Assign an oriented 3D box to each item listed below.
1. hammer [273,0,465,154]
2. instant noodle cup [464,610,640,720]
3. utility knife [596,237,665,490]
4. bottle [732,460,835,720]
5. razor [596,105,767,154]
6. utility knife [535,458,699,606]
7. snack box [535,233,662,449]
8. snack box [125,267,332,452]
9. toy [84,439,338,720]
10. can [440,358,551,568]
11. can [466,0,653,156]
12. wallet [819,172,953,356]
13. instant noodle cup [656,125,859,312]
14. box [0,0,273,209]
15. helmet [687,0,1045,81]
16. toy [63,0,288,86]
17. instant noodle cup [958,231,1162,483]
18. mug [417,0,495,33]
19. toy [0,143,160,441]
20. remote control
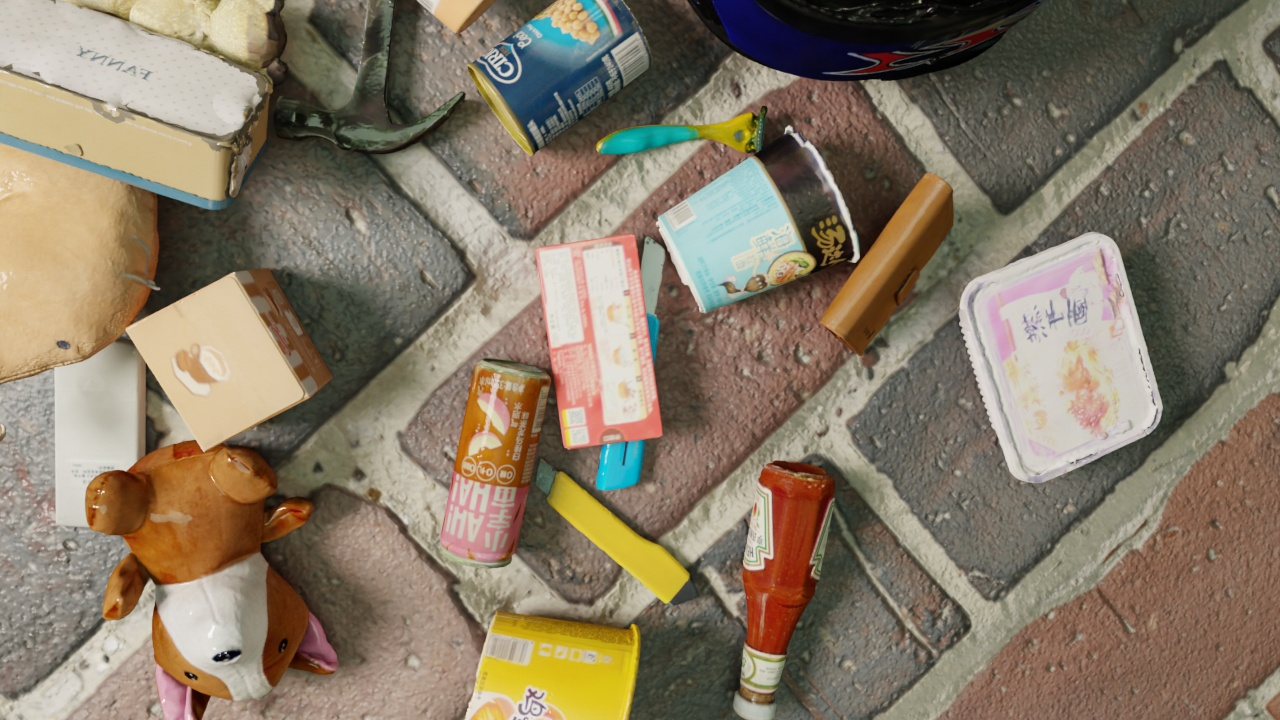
[{"bbox_3d":[-0.169,-0.306,0.636,0.126,0.032,0.323,8,95,-10],"label":"hammer"},{"bbox_3d":[-0.070,0.252,0.675,0.110,0.138,0.138,15,94,-3],"label":"instant noodle cup"},{"bbox_3d":[-0.004,0.004,0.709,0.034,0.018,0.198,8,94,-10],"label":"utility knife"},{"bbox_3d":[0.108,0.184,0.730,0.059,0.060,0.206,9,96,-10],"label":"bottle"},{"bbox_3d":[0.031,-0.166,0.687,0.132,0.028,0.043,-8,129,-11],"label":"razor"},{"bbox_3d":[-0.020,0.137,0.724,0.170,0.015,0.033,42,83,-10],"label":"utility knife"},{"bbox_3d":[-0.030,-0.014,0.686,0.075,0.025,0.153,-8,93,1],"label":"snack box"},{"bbox_3d":[-0.274,-0.004,0.624,0.077,0.094,0.093,-28,101,-5],"label":"snack box"},{"bbox_3d":[-0.291,0.155,0.634,0.140,0.130,0.200,-13,108,-20],"label":"toy"},{"bbox_3d":[-0.108,0.075,0.679,0.058,0.058,0.147,11,95,-11],"label":"can"},{"bbox_3d":[-0.055,-0.207,0.645,0.111,0.075,0.075,-37,101,-4],"label":"can"},{"bbox_3d":[0.189,-0.068,0.691,0.031,0.107,0.132,38,96,22],"label":"wallet"},{"bbox_3d":[0.081,-0.094,0.672,0.120,0.111,0.111,-27,101,3],"label":"instant noodle cup"},{"bbox_3d":[-0.327,-0.162,0.561,0.184,0.089,0.060,18,136,-9],"label":"box"},{"bbox_3d":[0.132,-0.293,0.576,0.315,0.240,0.247,-27,105,-15],"label":"helmet"},{"bbox_3d":[-0.311,-0.223,0.606,0.157,0.066,0.105,8,118,0],"label":"toy"},{"bbox_3d":[0.327,-0.003,0.741,0.138,0.060,0.173,-22,99,-6],"label":"instant noodle cup"},{"bbox_3d":[-0.144,-0.277,0.591,0.078,0.078,0.123,-46,105,-2],"label":"mug"},{"bbox_3d":[-0.379,-0.055,0.578,0.143,0.082,0.225,0,73,3],"label":"toy"},{"bbox_3d":[-0.382,0.051,0.651,0.056,0.019,0.135,2,97,-9],"label":"remote control"}]
